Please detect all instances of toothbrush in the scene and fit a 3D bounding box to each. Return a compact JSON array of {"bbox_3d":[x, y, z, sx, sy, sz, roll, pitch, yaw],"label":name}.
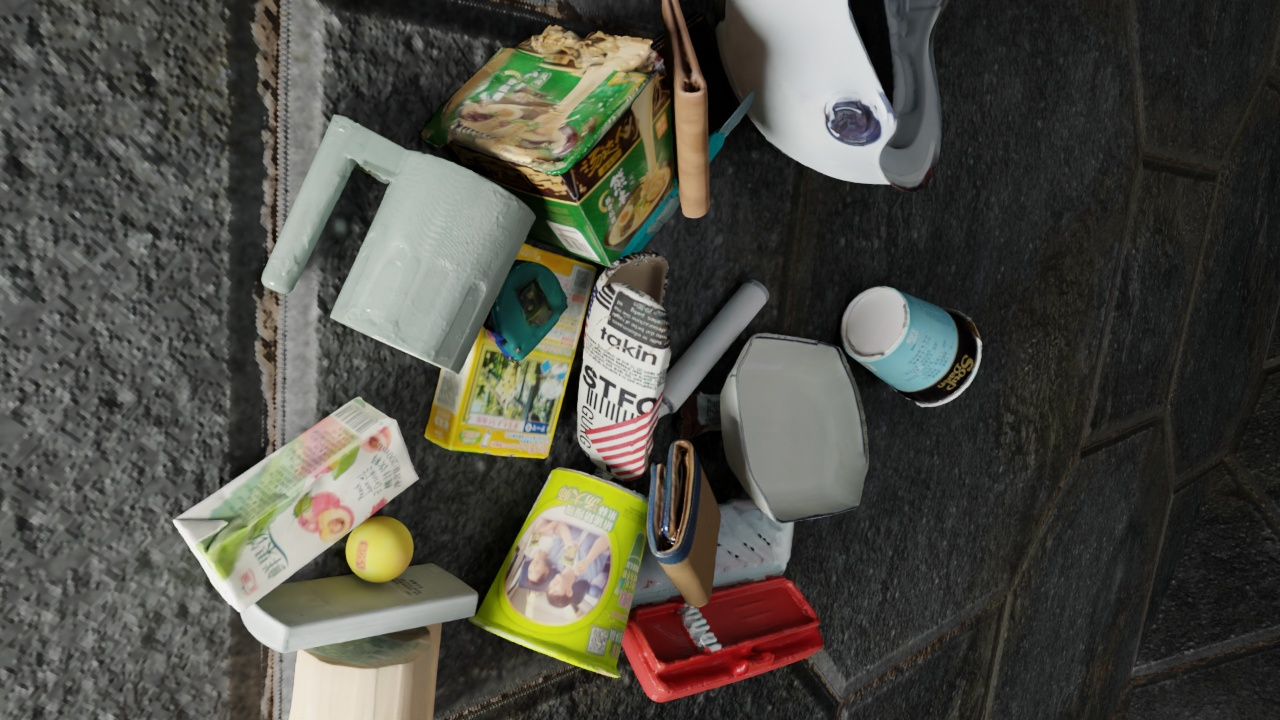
[{"bbox_3d":[0.036,0.014,0.749,0.220,0.026,0.027,-49,121,-24],"label":"toothbrush"}]

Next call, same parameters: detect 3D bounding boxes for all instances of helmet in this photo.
[{"bbox_3d":[0.137,-0.248,0.677,0.228,0.146,0.259,-63,144,-34],"label":"helmet"}]

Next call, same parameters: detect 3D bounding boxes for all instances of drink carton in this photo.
[{"bbox_3d":[-0.191,0.077,0.516,0.122,0.045,0.054,-38,138,-31],"label":"drink carton"}]

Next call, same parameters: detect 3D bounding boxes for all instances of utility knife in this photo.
[{"bbox_3d":[0.022,-0.116,0.653,0.185,0.013,0.029,-51,163,12],"label":"utility knife"}]

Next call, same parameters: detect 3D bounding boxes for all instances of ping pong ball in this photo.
[{"bbox_3d":[-0.160,0.116,0.565,0.040,0.040,0.040,-17,114,-43],"label":"ping pong ball"}]

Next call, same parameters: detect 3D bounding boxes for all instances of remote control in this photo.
[{"bbox_3d":[-0.168,0.148,0.556,0.135,0.056,0.019,3,100,-48],"label":"remote control"}]

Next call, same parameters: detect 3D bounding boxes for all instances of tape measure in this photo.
[{"bbox_3d":[-0.073,-0.034,0.572,0.058,0.025,0.054,-51,134,-23],"label":"tape measure"}]

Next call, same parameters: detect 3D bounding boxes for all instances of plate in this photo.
[{"bbox_3d":[0.141,0.061,0.829,0.265,0.034,0.162,4,78,-55],"label":"plate"}]

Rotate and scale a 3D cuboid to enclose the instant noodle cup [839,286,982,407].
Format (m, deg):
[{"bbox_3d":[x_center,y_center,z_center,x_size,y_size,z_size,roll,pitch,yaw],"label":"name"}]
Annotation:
[{"bbox_3d":[0.268,-0.022,0.933,0.120,0.111,0.111,23,86,-40],"label":"instant noodle cup"}]

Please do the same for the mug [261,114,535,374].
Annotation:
[{"bbox_3d":[-0.135,-0.062,0.517,0.124,0.084,0.103,25,84,-21],"label":"mug"}]

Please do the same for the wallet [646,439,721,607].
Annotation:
[{"bbox_3d":[0.035,0.123,0.683,0.115,0.033,0.090,63,31,-53],"label":"wallet"}]

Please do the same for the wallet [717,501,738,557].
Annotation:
[{"bbox_3d":[0.053,0.198,0.826,0.118,0.035,0.131,-23,118,-33],"label":"wallet"}]

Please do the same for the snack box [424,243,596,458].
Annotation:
[{"bbox_3d":[-0.085,-0.007,0.612,0.086,0.034,0.140,11,93,-48],"label":"snack box"}]

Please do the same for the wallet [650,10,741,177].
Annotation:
[{"bbox_3d":[0.022,-0.187,0.677,0.122,0.020,0.096,-44,125,-27],"label":"wallet"}]

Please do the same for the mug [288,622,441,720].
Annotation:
[{"bbox_3d":[-0.164,0.215,0.574,0.124,0.084,0.103,-14,113,-70],"label":"mug"}]

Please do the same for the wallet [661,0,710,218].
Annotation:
[{"bbox_3d":[0.027,-0.167,0.593,0.020,0.115,0.101,-8,143,-2],"label":"wallet"}]

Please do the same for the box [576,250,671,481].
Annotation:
[{"bbox_3d":[-0.004,0.003,0.649,0.086,0.075,0.162,-46,151,-43],"label":"box"}]

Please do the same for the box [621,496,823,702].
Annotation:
[{"bbox_3d":[0.066,0.194,0.774,0.200,0.070,0.157,0,72,-40],"label":"box"}]

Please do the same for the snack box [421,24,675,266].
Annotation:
[{"bbox_3d":[-0.042,-0.125,0.569,0.117,0.118,0.106,-52,144,-22],"label":"snack box"}]

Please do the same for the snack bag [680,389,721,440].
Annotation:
[{"bbox_3d":[0.071,0.045,0.796,0.105,0.026,0.045,1,93,-47],"label":"snack bag"}]

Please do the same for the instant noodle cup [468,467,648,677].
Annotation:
[{"bbox_3d":[-0.046,0.146,0.653,0.111,0.112,0.123,38,67,-46],"label":"instant noodle cup"}]
